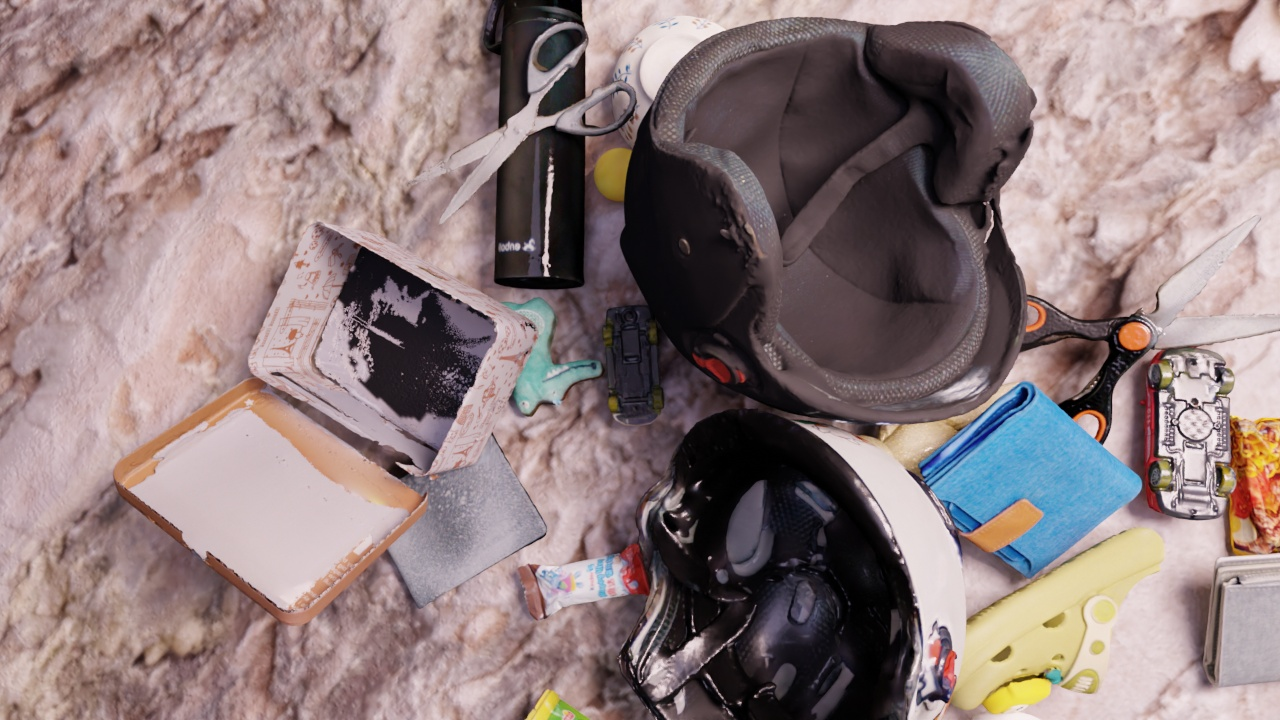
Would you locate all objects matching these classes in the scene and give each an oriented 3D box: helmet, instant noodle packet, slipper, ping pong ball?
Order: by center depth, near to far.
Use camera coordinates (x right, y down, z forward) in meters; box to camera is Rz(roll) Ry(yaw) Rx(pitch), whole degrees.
[{"bbox_3d":[0.110,-0.079,0.589,0.233,0.231,0.274,-31,88,-20],"label":"helmet"},{"bbox_3d":[0.114,0.158,0.596,0.230,0.156,0.274,26,113,45],"label":"helmet"},{"bbox_3d":[0.282,0.186,0.618,0.190,0.092,0.081,-33,64,0],"label":"slipper"},{"bbox_3d":[0.474,0.086,0.628,0.128,0.044,0.111,-5,91,7],"label":"instant noodle packet"},{"bbox_3d":[-0.015,-0.141,0.699,0.040,0.040,0.040,0,87,7],"label":"ping pong ball"}]

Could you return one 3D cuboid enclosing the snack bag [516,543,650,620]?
[{"bbox_3d":[-0.039,0.167,0.696,0.105,0.026,0.045,-13,97,8],"label":"snack bag"}]

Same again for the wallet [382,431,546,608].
[{"bbox_3d":[-0.145,0.123,0.717,0.121,0.019,0.097,-31,86,4],"label":"wallet"}]

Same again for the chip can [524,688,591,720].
[{"bbox_3d":[0.004,0.329,0.662,0.221,0.072,0.072,32,92,7],"label":"chip can"}]

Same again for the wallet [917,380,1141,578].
[{"bbox_3d":[0.259,0.084,0.616,0.133,0.040,0.106,35,111,-25],"label":"wallet"}]

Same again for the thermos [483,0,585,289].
[{"bbox_3d":[-0.083,-0.177,0.703,0.090,0.068,0.242,-3,85,39],"label":"thermos"}]

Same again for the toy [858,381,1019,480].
[{"bbox_3d":[0.209,0.062,0.649,0.157,0.066,0.105,-20,98,14],"label":"toy"}]

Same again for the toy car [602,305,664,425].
[{"bbox_3d":[-0.004,0.004,0.694,0.042,0.035,0.090,-5,88,8],"label":"toy car"}]

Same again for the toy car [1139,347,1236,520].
[{"bbox_3d":[0.378,0.050,0.639,0.053,0.045,0.120,7,83,5],"label":"toy car"}]

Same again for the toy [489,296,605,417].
[{"bbox_3d":[-0.078,-0.004,0.707,0.096,0.030,0.092,-10,91,7],"label":"toy"}]

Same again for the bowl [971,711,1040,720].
[{"bbox_3d":[0.253,0.281,0.629,0.118,0.118,0.064,7,50,7],"label":"bowl"}]

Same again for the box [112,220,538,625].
[{"bbox_3d":[-0.215,0.036,0.661,0.179,0.130,0.272,30,72,15],"label":"box"}]

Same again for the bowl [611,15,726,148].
[{"bbox_3d":[0.030,-0.207,0.686,0.113,0.062,0.113,0,88,9],"label":"bowl"}]

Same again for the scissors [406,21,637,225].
[{"bbox_3d":[-0.084,-0.170,0.655,0.163,0.014,0.166,3,88,-4],"label":"scissors"}]

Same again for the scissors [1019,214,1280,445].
[{"bbox_3d":[0.318,-0.003,0.630,0.221,0.021,0.225,14,105,24],"label":"scissors"}]

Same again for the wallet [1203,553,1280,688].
[{"bbox_3d":[0.453,0.168,0.619,0.130,0.037,0.107,-8,114,7],"label":"wallet"}]
